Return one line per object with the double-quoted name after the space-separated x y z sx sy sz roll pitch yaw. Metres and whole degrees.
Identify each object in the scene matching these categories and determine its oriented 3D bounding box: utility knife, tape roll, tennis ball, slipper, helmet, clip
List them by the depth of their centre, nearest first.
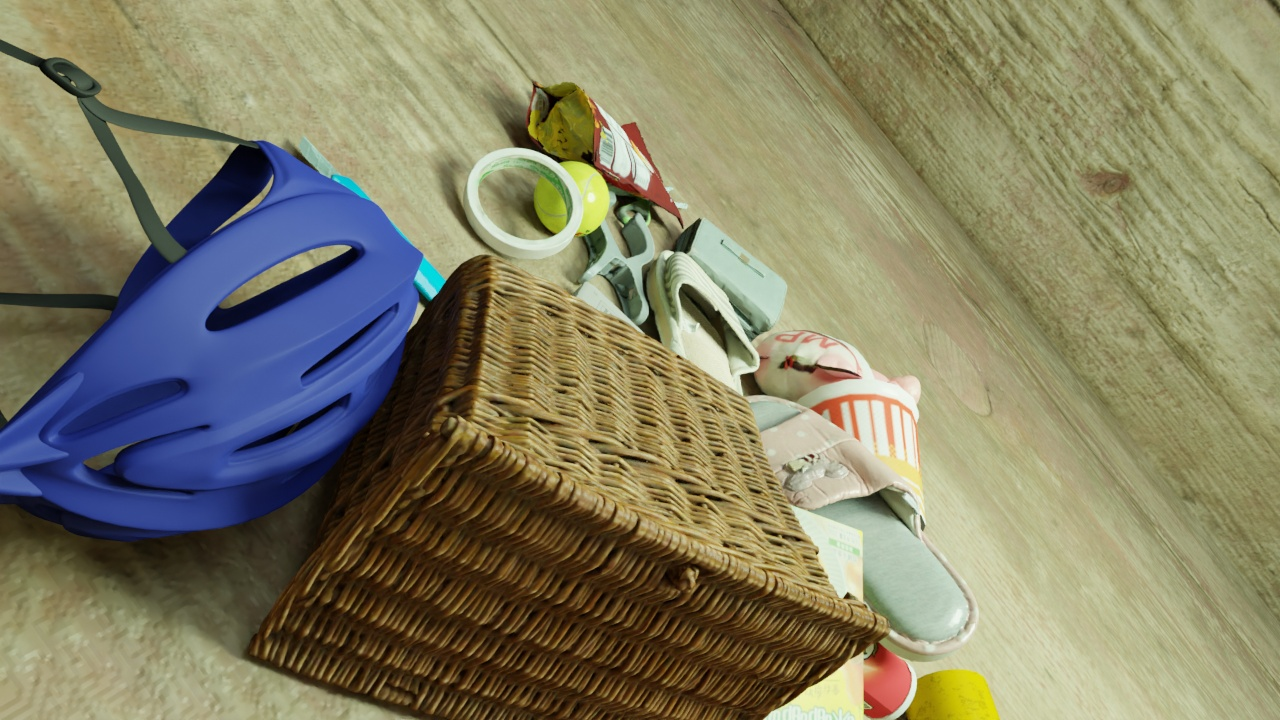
-0.203 -0.041 0.368 0.227 0.148 0.240 47 28 -17 "helmet"
-0.165 -0.079 0.618 0.185 0.015 0.031 50 24 -7 "utility knife"
0.157 0.114 0.726 0.114 0.055 0.274 -23 50 -21 "slipper"
-0.093 -0.125 0.731 0.093 0.018 0.093 8 65 -18 "tape roll"
-0.060 -0.139 0.795 0.065 0.065 0.065 36 31 -26 "tennis ball"
0.057 -0.024 0.816 0.114 0.054 0.272 45 20 -27 "slipper"
-0.036 -0.111 0.839 0.115 0.028 0.163 35 30 -25 "clip"

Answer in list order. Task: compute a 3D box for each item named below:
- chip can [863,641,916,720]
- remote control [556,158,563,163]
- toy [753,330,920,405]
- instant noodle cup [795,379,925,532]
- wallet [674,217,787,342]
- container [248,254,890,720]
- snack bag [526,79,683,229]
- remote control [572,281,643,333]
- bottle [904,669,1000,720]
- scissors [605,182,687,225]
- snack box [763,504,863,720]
0.112 0.186 0.668 0.214 0.052 0.051 41 29 -18 "chip can"
-0.078 -0.221 0.923 0.033 0.013 0.136 19 41 -48 "remote control"
0.195 0.021 0.944 0.142 0.084 0.213 23 3 35 "toy"
0.201 0.103 0.840 0.123 0.124 0.120 32 40 -31 "instant noodle cup"
0.095 -0.090 0.986 0.131 0.054 0.100 37 29 -14 "wallet"
-0.036 0.072 0.472 0.249 0.163 0.183 29 30 -29 "container"
-0.022 -0.210 0.917 0.139 0.067 0.207 58 23 16 "snack bag"
-0.004 0.004 0.751 0.151 0.019 0.074 43 28 -12 "remote control"
0.251 0.323 0.686 0.071 0.071 0.163 34 32 -29 "bottle"
0.011 -0.169 0.997 0.174 0.032 0.093 -10 61 -55 "scissors"
0.094 0.177 0.603 0.132 0.027 0.167 23 59 -30 "snack box"
